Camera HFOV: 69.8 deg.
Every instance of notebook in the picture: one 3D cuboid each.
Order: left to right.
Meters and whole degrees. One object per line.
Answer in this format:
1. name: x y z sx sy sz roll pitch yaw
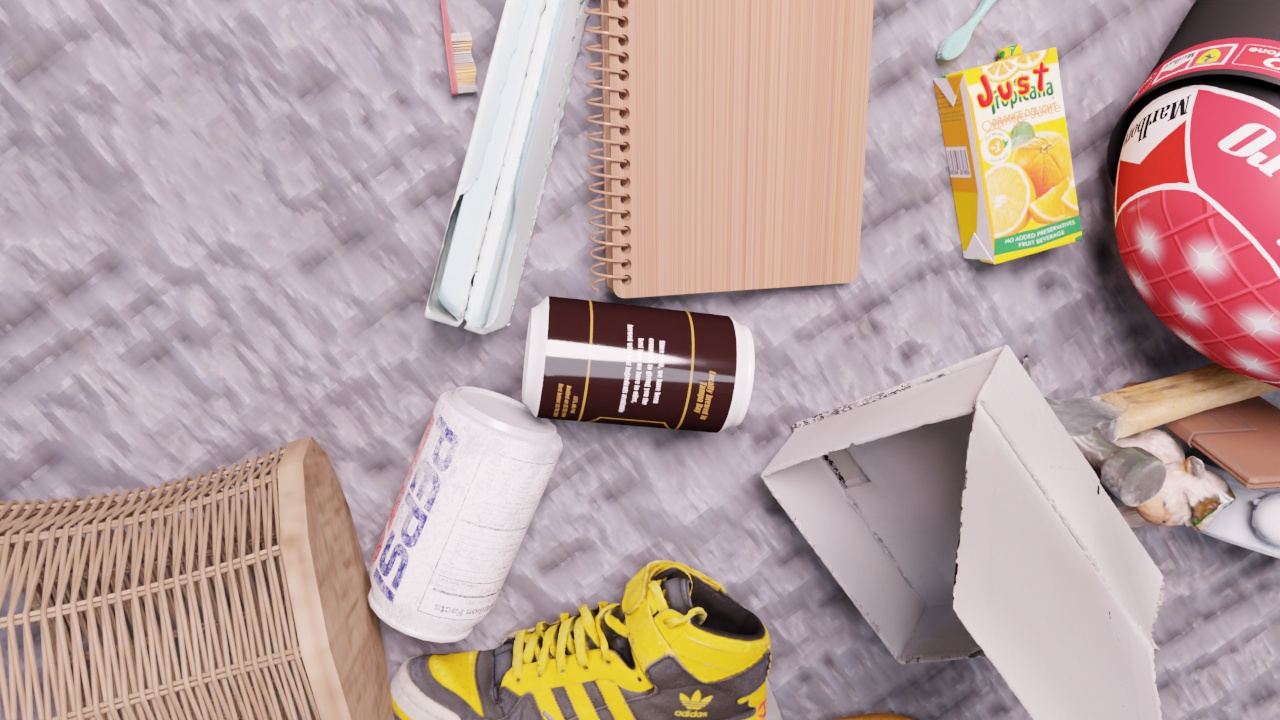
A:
1. notebook: 0.051 -0.145 0.526 0.169 0.022 0.210 -5 106 -16

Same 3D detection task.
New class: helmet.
1. helmet: 0.378 -0.103 0.503 0.224 0.198 0.271 -35 86 -4

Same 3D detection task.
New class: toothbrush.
1. toothbrush: -0.109 -0.242 0.507 0.015 0.015 0.184 -7 102 -9
2. toothbrush: 0.224 -0.235 0.553 0.022 0.017 0.135 38 92 -13

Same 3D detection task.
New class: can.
1. can: -0.106 0.090 0.546 0.078 0.078 0.136 22 98 -12
2. can: -0.003 0.003 0.544 0.128 0.072 0.072 6 101 -9

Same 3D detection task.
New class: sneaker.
1. sneaker: -0.030 0.185 0.573 0.238 0.086 0.122 12 96 -7

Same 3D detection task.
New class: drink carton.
1. drink carton: 0.224 -0.127 0.562 0.058 0.041 0.122 -16 103 -4

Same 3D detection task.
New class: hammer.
1. hammer: 0.388 0.008 0.589 0.330 0.132 0.033 -13 115 -16

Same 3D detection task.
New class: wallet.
1. wallet: 0.379 0.044 0.580 0.087 0.120 0.013 -3 117 -8

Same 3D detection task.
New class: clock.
1. clock: 0.418 0.099 0.598 0.083 0.117 0.057 16 93 -11

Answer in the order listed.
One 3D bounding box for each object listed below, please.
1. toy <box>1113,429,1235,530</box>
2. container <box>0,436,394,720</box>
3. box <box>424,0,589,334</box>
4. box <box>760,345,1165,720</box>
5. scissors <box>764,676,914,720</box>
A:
1. toy: 0.326 0.084 0.593 0.074 0.106 0.085 -34 113 -21
2. container: -0.248 0.155 0.474 0.196 0.227 0.227 -14 104 -12
3. box: -0.077 -0.115 0.509 0.070 0.085 0.199 20 99 17
4. box: 0.195 0.105 0.413 0.149 0.413 0.167 -38 97 -3
5. scissors: 0.102 0.292 0.649 0.225 0.016 0.226 15 99 -10
